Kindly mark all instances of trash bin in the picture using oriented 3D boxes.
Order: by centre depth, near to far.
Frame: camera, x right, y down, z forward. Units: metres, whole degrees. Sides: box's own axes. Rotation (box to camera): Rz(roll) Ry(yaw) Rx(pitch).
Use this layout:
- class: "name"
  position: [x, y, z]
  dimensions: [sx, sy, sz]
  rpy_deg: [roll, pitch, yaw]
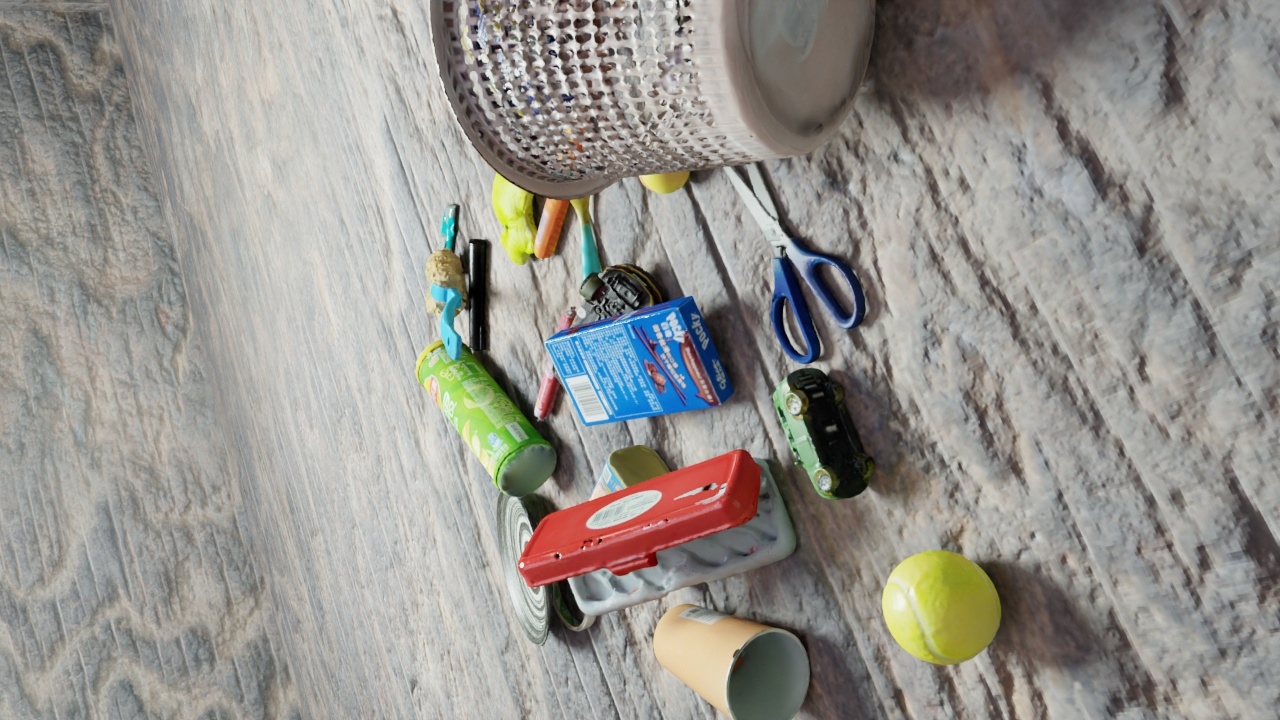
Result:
- class: "trash bin"
  position: [0.021, -0.203, 0.546]
  dimensions: [0.192, 0.226, 0.228]
  rpy_deg: [15, 113, 39]

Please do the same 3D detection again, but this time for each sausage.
- class: "sausage"
  position: [-0.073, -0.155, 0.844]
  dimensions: [0.021, 0.021, 0.166]
  rpy_deg: [54, 140, 31]
- class: "sausage"
  position: [-0.084, 0.006, 0.915]
  dimensions: [0.020, 0.020, 0.156]
  rpy_deg: [52, 139, 32]

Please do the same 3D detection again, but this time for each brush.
- class: "brush"
  position: [-0.207, -0.057, 0.984]
  dimensions: [0.254, 0.046, 0.083]
  rpy_deg: [-122, 40, -65]

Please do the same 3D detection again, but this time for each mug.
- class: "mug"
  position: [0.065, 0.236, 0.728]
  dimensions: [0.123, 0.078, 0.078]
  rpy_deg: [3, 103, 60]

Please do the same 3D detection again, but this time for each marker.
- class: "marker"
  position: [-0.184, -0.072, 1.033]
  dimensions: [0.022, 0.020, 0.132]
  rpy_deg: [28, 123, 39]

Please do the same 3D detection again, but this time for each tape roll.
- class: "tape roll"
  position: [-0.075, 0.247, 0.985]
  dimensions: [0.086, 0.013, 0.086]
  rpy_deg: [23, 119, 50]

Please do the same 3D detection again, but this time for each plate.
- class: "plate"
  position: [-0.125, 0.227, 1.025]
  dimensions: [0.180, 0.024, 0.179]
  rpy_deg: [171, 90, -67]

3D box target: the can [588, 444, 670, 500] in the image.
- class: "can"
  position: [-0.001, 0.137, 0.805]
  dimensions: [0.102, 0.057, 0.083]
  rpy_deg: [53, 136, 31]

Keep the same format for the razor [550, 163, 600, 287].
- class: "razor"
  position: [-0.049, -0.107, 0.819]
  dimensions: [0.028, 0.043, 0.132]
  rpy_deg: [-66, -32, -79]

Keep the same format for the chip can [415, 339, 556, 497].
- class: "chip can"
  position: [-0.173, 0.061, 1.014]
  dimensions: [0.221, 0.072, 0.073]
  rpy_deg: [44, 134, 40]

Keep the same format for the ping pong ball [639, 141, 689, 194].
- class: "ping pong ball"
  position: [0.018, -0.147, 0.697]
  dimensions: [0.040, 0.040, 0.040]
  rpy_deg: [23, 119, 50]

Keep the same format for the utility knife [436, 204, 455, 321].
- class: "utility knife"
  position: [-0.236, -0.116, 1.101]
  dimensions: [0.029, 0.013, 0.165]
  rpy_deg: [47, 135, 39]

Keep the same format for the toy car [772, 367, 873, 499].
- class: "toy car"
  position: [0.120, 0.050, 0.612]
  dimensions: [0.036, 0.043, 0.091]
  rpy_deg: [-41, 65, 50]

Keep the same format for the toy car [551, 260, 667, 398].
- class: "toy car"
  position: [-0.032, -0.020, 0.801]
  dimensions: [0.071, 0.041, 0.156]
  rpy_deg: [42, 134, 11]

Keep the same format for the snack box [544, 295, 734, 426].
- class: "snack box"
  position: [-0.004, 0.004, 0.745]
  dimensions: [0.157, 0.026, 0.084]
  rpy_deg: [-12, 109, 43]

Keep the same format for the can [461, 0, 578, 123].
- class: "can"
  position: [-0.104, -0.271, 0.805]
  dimensions: [0.148, 0.074, 0.049]
  rpy_deg: [57, 138, 28]

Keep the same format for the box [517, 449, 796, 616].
- class: "box"
  position: [0.016, 0.145, 0.709]
  dimensions: [0.202, 0.095, 0.099]
  rpy_deg: [-23, 109, 26]

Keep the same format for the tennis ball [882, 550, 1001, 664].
- class: "tennis ball"
  position: [0.177, 0.145, 0.540]
  dimensions: [0.065, 0.065, 0.065]
  rpy_deg: [23, 119, 50]

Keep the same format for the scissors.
- class: "scissors"
  position: [0.094, -0.074, 0.638]
  dimensions: [0.171, 0.012, 0.141]
  rpy_deg: [42, 132, 42]

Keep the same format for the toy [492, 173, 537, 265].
- class: "toy"
  position: [-0.125, -0.150, 0.913]
  dimensions: [0.097, 0.031, 0.100]
  rpy_deg: [-33, 73, 56]
